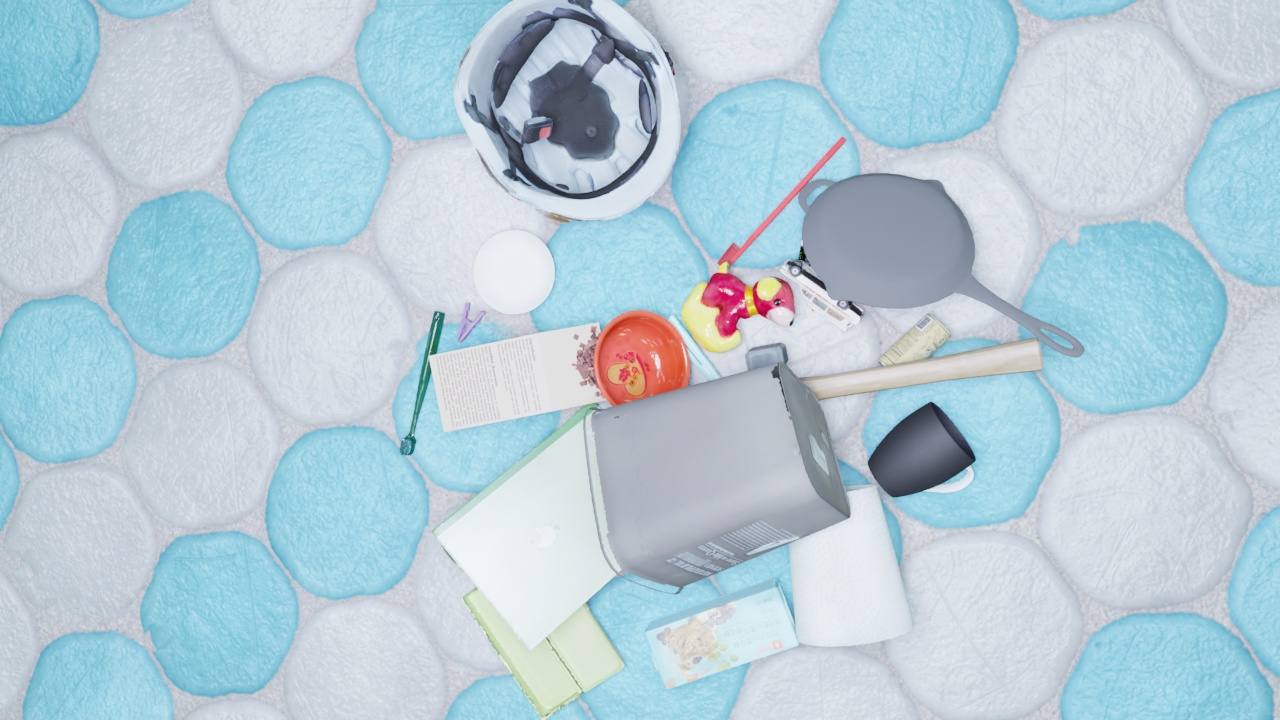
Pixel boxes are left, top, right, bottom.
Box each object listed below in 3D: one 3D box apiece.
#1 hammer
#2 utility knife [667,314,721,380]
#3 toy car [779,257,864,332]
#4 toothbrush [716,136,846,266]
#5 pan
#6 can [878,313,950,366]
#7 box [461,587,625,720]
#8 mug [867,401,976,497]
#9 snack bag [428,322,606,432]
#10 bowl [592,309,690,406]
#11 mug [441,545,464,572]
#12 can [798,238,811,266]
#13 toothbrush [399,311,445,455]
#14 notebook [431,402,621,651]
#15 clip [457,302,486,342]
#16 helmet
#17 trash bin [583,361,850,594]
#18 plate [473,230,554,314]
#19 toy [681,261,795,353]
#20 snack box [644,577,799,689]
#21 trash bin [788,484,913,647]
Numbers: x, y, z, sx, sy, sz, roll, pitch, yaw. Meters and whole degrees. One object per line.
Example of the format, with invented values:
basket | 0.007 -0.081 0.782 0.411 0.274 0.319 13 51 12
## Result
hammer | 0.281 0.019 1.041 0.323 0.051 0.117 -10 96 20
utility knife | 0.089 0.018 1.121 0.177 0.015 0.022 51 126 3
toy car | 0.212 -0.077 1.091 0.113 0.039 0.039 35 116 7
toothbrush | 0.168 -0.191 1.106 0.018 0.012 0.212 43 96 5
pan | 0.328 -0.109 1.015 0.354 0.024 0.216 37 67 20
can | 0.320 -0.014 1.074 0.079 0.038 0.038 -44 85 6
box | -0.121 0.338 1.148 0.137 0.024 0.187 -38 86 13
mug | 0.329 0.119 1.062 0.100 0.084 0.119 -39 116 20
snack bag | -0.141 0.020 1.124 0.206 0.070 0.094 -11 89 8
bowl | -0.007 0.006 1.100 0.130 0.045 0.130 4 82 -29
mug | -0.177 0.203 1.133 0.078 0.078 0.121 41 91 6
can | 0.257 -0.127 1.073 0.138 0.054 0.054 11 92 8
toothbrush | -0.279 0.030 1.171 0.016 0.017 0.190 14 93 7
notebook | -0.093 0.192 1.098 0.252 0.010 0.182 -39 87 -17
clip | -0.220 -0.052 1.164 0.050 0.014 0.046 -35 86 5
helmet | -0.071 -0.285 1.064 0.237 0.163 0.264 -43 92 10
trash bin | 0.087 0.121 0.989 0.220 0.197 0.197 -22 60 21
plate | -0.155 -0.109 1.146 0.104 0.026 0.104 0 91 9
toy | 0.115 -0.068 1.096 0.137 0.067 0.105 -15 87 20
snack box | 0.098 0.328 1.104 0.175 0.053 0.075 -21 89 9
trash bin | 0.231 0.229 1.050 0.133 0.133 0.161 -10 84 8
